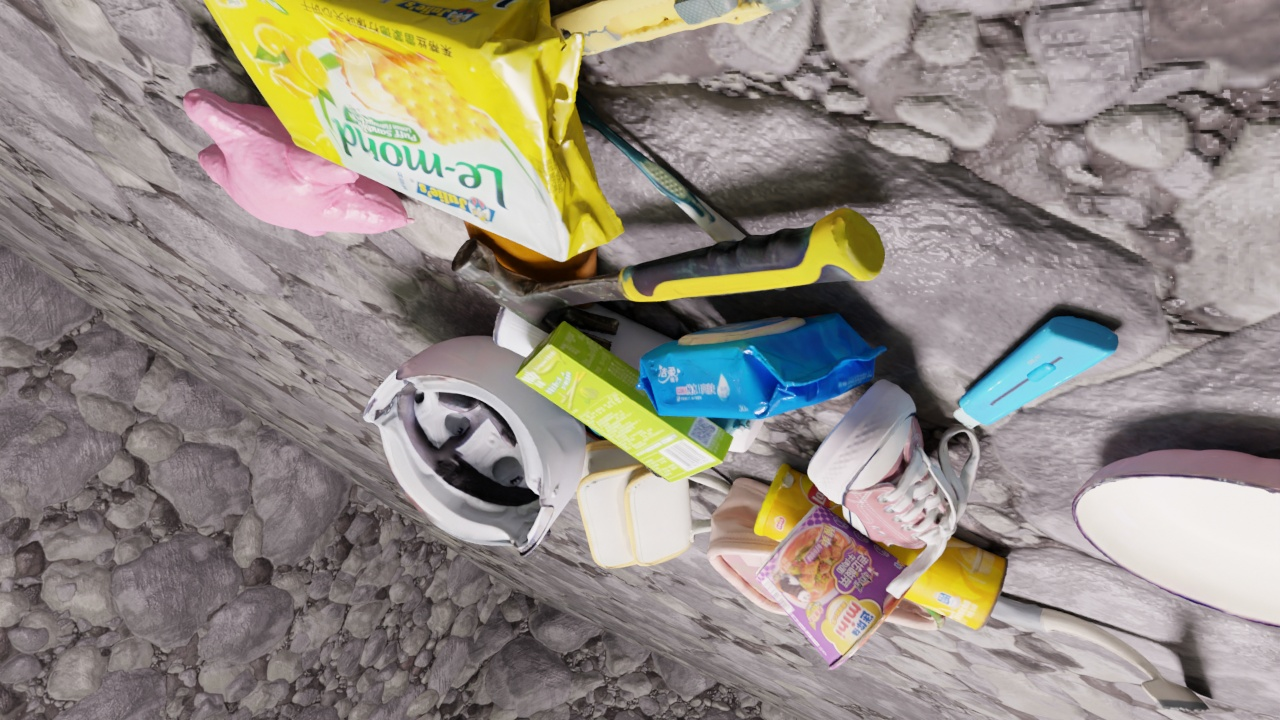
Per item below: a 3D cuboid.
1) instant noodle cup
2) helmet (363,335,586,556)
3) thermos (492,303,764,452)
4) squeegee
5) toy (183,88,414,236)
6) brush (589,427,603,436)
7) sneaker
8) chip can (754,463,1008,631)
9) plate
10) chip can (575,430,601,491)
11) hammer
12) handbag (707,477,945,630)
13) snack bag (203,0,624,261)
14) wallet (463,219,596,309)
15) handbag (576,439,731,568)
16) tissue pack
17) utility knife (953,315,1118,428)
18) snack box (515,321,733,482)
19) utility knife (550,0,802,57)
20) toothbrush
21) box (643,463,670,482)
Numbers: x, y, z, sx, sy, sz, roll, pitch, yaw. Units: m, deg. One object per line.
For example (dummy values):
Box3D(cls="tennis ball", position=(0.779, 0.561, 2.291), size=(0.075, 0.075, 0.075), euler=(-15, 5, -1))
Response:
Box3D(cls="instant noodle cup", position=(0.158, 0.181, 0.763), size=(0.099, 0.111, 0.112), euler=(43, 163, 16))
Box3D(cls="helmet", position=(-0.153, 0.072, 0.946), size=(0.229, 0.145, 0.259), euler=(38, 143, 5))
Box3D(cls="thermos", position=(-0.004, 0.004, 0.740), size=(0.224, 0.073, 0.073), euler=(25, 159, 8))
Box3D(cls="squeegee", position=(0.384, 0.251, 0.858), size=(0.247, 0.039, 0.246), euler=(18, 175, 42))
Box3D(cls="toy", position=(-0.268, -0.141, 0.733), size=(0.178, 0.074, 0.195), euler=(24, 165, -16))
Box3D(cls="brush", position=(-0.044, 0.025, 0.856), size=(0.073, 0.055, 0.144), euler=(30, 163, 32))
Box3D(cls="sneaker", position=(0.185, 0.092, 0.648), size=(0.088, 0.118, 0.241), euler=(38, 172, 30))
Box3D(cls="chip can", position=(0.213, 0.167, 0.830), size=(0.213, 0.072, 0.072), euler=(23, 159, 15))
Box3D(cls="plate", position=(0.359, 0.101, 0.536), size=(0.192, 0.039, 0.193), euler=(25, 159, 10))
Box3D(cls="chip can", position=(-0.084, 0.109, 1.076), size=(0.214, 0.071, 0.071), euler=(31, 159, -6))
Box3D(cls="hammer", position=(0.010, -0.050, 0.580), size=(0.126, 0.031, 0.324), euler=(36, 156, -34))
Box3D(cls="handbag", position=(0.200, 0.218, 0.945), size=(0.235, 0.093, 0.193), euler=(11, 154, 36))
Box3D(cls="snack bag", position=(-0.125, -0.156, 0.504), size=(0.247, 0.068, 0.158), euler=(25, 157, 20))
Box3D(cls="wallet", position=(-0.088, -0.090, 0.667), size=(0.119, 0.035, 0.131), euler=(24, 159, 7))
Box3D(cls="handbag", position=(0.024, 0.157, 0.999), size=(0.179, 0.063, 0.164), euler=(-6, 132, 2))
Box3D(cls="tissue pack", position=(0.073, 0.002, 0.599), size=(0.157, 0.094, 0.052), euler=(-2, 103, 55))
Box3D(cls="utility knife", position=(0.221, 0.014, 0.540), size=(0.034, 0.018, 0.166), euler=(26, 161, 6))
Box3D(cls="snack box", position=(-0.014, 0.035, 0.696), size=(0.156, 0.026, 0.086), euler=(34, 151, -11))
Box3D(cls="utility knife", position=(0.007, -0.159, 0.422), size=(0.152, 0.018, 0.031), euler=(11, 148, 49))
Box3D(cls="toothbrush", position=(0.019, -0.099, 0.540), size=(0.191, 0.016, 0.018), euler=(37, 168, -21))
Box3D(cls="box", position=(0.022, 0.060, 0.842), size=(0.064, 0.074, 0.164), euler=(-10, 150, 15))
